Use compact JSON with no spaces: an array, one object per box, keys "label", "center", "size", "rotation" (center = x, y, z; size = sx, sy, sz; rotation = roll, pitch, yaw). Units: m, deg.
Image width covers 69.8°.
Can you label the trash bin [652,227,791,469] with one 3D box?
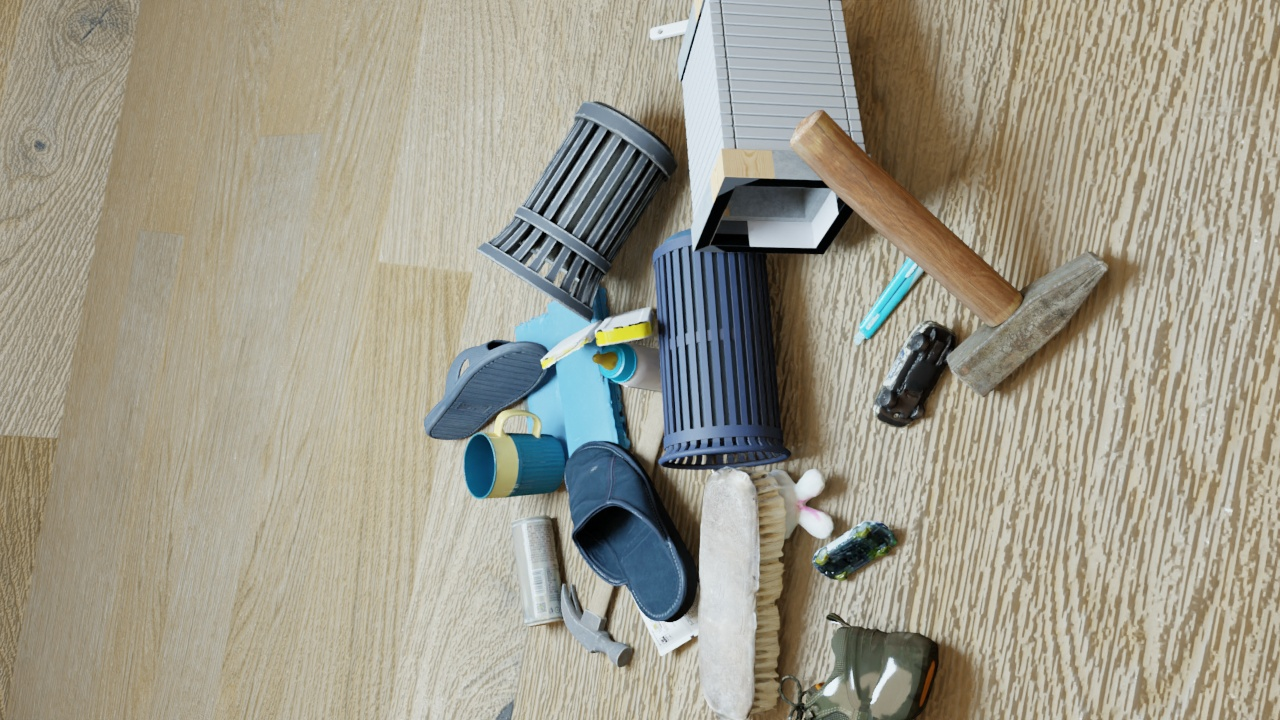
[{"label":"trash bin","center":[0.083,-0.013,1.005],"size":[0.140,0.139,0.249],"rotation":[-14,73,37]}]

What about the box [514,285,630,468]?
[{"label":"box","center":[-0.100,0.032,1.219],"size":[0.175,0.033,0.231],"rotation":[-25,68,37]}]

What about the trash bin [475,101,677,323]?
[{"label":"trash bin","center":[-0.070,-0.186,1.126],"size":[0.164,0.164,0.227],"rotation":[33,90,38]}]

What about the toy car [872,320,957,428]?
[{"label":"toy car","center":[0.269,0.014,0.908],"size":[0.113,0.048,0.040],"rotation":[-63,20,12]}]

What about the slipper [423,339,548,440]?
[{"label":"slipper","center":[-0.223,0.024,1.265],"size":[0.264,0.101,0.082],"rotation":[-39,52,40]}]

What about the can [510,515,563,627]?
[{"label":"can","center":[-0.133,0.272,1.188],"size":[0.054,0.054,0.135],"rotation":[-24,69,34]}]

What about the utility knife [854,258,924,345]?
[{"label":"utility knife","center":[0.258,-0.062,0.948],"size":[0.022,0.015,0.117],"rotation":[34,109,7]}]

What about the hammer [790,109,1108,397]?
[{"label":"hammer","center":[0.258,-0.117,0.823],"size":[0.301,0.037,0.158],"rotation":[39,113,-7]}]

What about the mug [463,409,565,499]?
[{"label":"mug","center":[-0.157,0.119,1.171],"size":[0.083,0.107,0.114],"rotation":[24,106,51]}]

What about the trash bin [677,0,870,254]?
[{"label":"trash bin","center":[0.129,-0.253,0.943],"size":[0.143,0.142,0.246],"rotation":[111,157,-67]}]

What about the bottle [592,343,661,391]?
[{"label":"bottle","center":[-0.006,0.006,1.067],"size":[0.051,0.146,0.051],"rotation":[-7,79,38]}]

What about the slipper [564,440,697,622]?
[{"label":"slipper","center":[-0.035,0.183,1.045],"size":[0.109,0.083,0.265],"rotation":[-57,43,19]}]

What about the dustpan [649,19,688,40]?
[{"label":"dustpan","center":[0.119,-0.426,1.113],"size":[0.258,0.033,0.163],"rotation":[-1,82,30]}]

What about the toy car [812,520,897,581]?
[{"label":"toy car","center":[0.216,0.190,0.929],"size":[0.090,0.038,0.027],"rotation":[-41,19,26]}]

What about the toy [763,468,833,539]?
[{"label":"toy","center":[0.151,0.155,0.986],"size":[0.126,0.037,0.076],"rotation":[-12,80,44]}]

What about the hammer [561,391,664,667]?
[{"label":"hammer","center":[-0.020,0.198,1.125],"size":[0.119,0.030,0.331],"rotation":[20,97,39]}]

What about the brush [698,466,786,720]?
[{"label":"brush","center":[0.105,0.246,0.968],"size":[0.083,0.056,0.271],"rotation":[4,95,49]}]

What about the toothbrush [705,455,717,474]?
[{"label":"toothbrush","center":[0.089,0.138,1.053],"size":[0.016,0.016,0.166],"rotation":[-29,66,32]}]

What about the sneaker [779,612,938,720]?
[{"label":"sneaker","center":[0.181,0.356,0.878],"size":[0.143,0.101,0.238],"rotation":[17,89,30]}]

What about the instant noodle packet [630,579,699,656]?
[{"label":"instant noodle packet","center":[0.025,0.261,1.063],"size":[0.087,0.026,0.134],"rotation":[-36,71,17]}]

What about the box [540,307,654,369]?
[{"label":"box","center":[-0.045,-0.029,1.062],"size":[0.129,0.209,0.034],"rotation":[-20,97,4]}]
